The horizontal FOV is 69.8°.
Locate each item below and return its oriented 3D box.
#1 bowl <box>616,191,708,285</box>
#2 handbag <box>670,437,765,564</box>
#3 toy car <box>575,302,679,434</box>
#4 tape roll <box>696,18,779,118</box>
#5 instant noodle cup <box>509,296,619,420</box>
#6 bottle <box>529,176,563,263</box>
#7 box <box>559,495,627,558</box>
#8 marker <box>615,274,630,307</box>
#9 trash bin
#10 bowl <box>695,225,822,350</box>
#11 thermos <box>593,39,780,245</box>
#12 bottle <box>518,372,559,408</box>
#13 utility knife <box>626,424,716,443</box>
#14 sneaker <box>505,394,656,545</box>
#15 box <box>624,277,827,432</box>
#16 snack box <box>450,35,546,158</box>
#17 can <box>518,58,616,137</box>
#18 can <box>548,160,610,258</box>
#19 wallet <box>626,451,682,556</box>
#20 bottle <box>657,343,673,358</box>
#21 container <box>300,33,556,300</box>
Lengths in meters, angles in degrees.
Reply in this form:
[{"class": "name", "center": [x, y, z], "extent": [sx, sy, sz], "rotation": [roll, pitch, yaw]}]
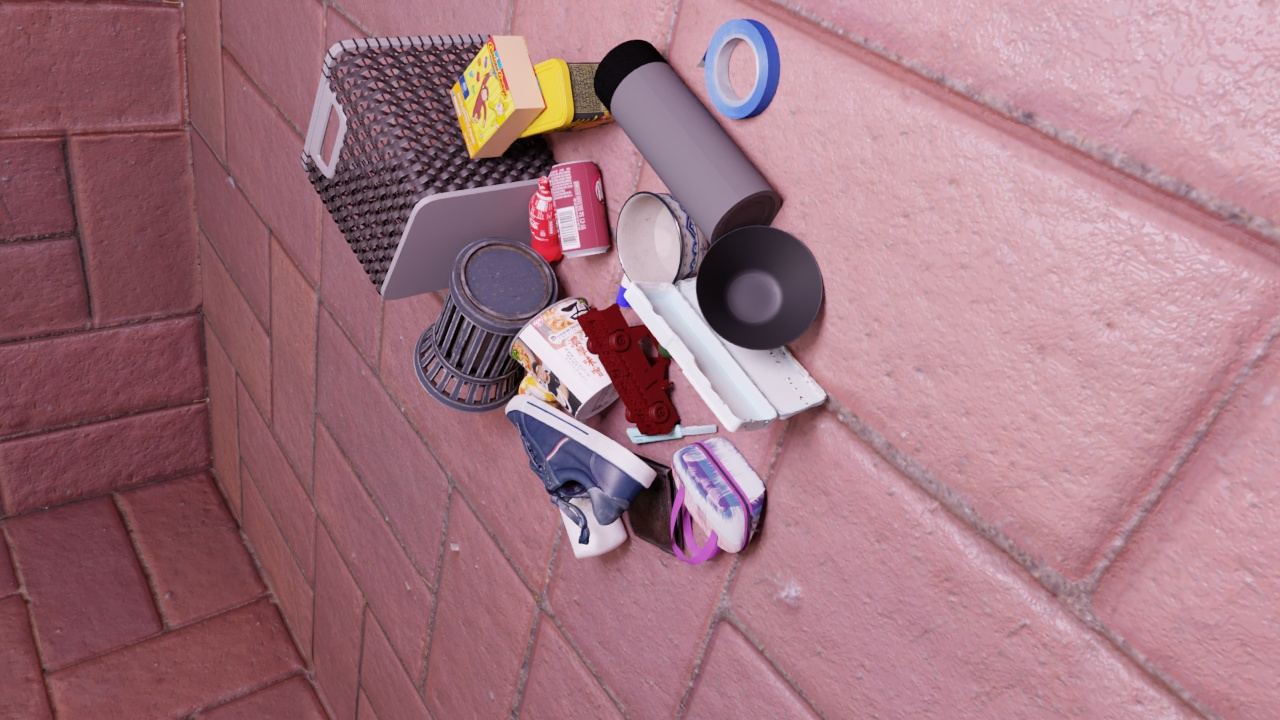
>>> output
[{"class": "bowl", "center": [0.030, -0.133, 1.025], "extent": [0.116, 0.059, 0.116], "rotation": [22, 119, 48]}, {"class": "handbag", "center": [0.075, 0.180, 1.077], "extent": [0.144, 0.067, 0.170], "rotation": [52, 144, 30]}, {"class": "toy car", "center": [-0.007, 0.007, 1.113], "extent": [0.070, 0.061, 0.170], "rotation": [-7, 117, 54]}, {"class": "tape roll", "center": [0.100, -0.290, 0.914], "extent": [0.092, 0.016, 0.093], "rotation": [-47, 64, 49]}, {"class": "instant noodle cup", "center": [-0.084, 0.003, 1.186], "extent": [0.121, 0.123, 0.124], "rotation": [52, 139, 16]}, {"class": "bottle", "center": [-0.124, -0.183, 1.203], "extent": [0.042, 0.041, 0.142], "rotation": [52, 156, 29]}, {"class": "box", "center": [-0.082, 0.192, 1.270], "extent": [0.161, 0.081, 0.092], "rotation": [70, 156, 11]}, {"class": "marker", "center": [-0.003, -0.125, 1.107], "extent": [0.020, 0.020, 0.142], "rotation": [49, 136, 32]}, {"class": "trash bin", "center": [-0.212, -0.051, 1.268], "extent": [0.164, 0.164, 0.228], "rotation": [63, 147, 18]}, {"class": "bowl", "center": [0.115, -0.068, 0.918], "extent": [0.052, 0.124, 0.124], "rotation": [93, 158, -82]}, {"class": "thermos", "center": [0.044, -0.227, 0.956], "extent": [0.240, 0.082, 0.082], "rotation": [56, 140, 25]}, {"class": "bottle", "center": [-0.145, 0.049, 1.319], "extent": [0.063, 0.063, 0.109], "rotation": [61, 142, 19]}, {"class": "utility knife", "center": [0.039, 0.087, 1.128], "extent": [0.169, 0.015, 0.022], "rotation": [-12, 105, 51]}, {"class": "sneaker", "center": [-0.105, 0.138, 1.187], "extent": [0.127, 0.120, 0.295], "rotation": [-54, 38, -9]}, {"class": "box", "center": [0.082, -0.012, 0.930], "extent": [0.197, 0.135, 0.043], "rotation": [54, 136, 28]}, {"class": "snack box", "center": [-0.169, -0.306, 1.075], "extent": [0.126, 0.040, 0.088], "rotation": [-26, 81, 54]}, {"class": "can", "center": [-0.084, -0.309, 1.084], "extent": [0.131, 0.100, 0.072], "rotation": [5, 105, 53]}, {"class": "can", "center": [-0.076, -0.188, 1.145], "extent": [0.063, 0.063, 0.114], "rotation": [1, 102, 53]}, {"class": "wallet", "center": [0.016, 0.182, 1.178], "extent": [0.099, 0.031, 0.120], "rotation": [15, 116, 53]}, {"class": "bottle", "center": [0.060, -0.014, 1.054], "extent": [0.106, 0.025, 0.025], "rotation": [3, 104, 53]}, {"class": "container", "center": [-0.280, -0.258, 1.249], "extent": [0.243, 0.244, 0.248], "rotation": [60, 141, 16]}]
